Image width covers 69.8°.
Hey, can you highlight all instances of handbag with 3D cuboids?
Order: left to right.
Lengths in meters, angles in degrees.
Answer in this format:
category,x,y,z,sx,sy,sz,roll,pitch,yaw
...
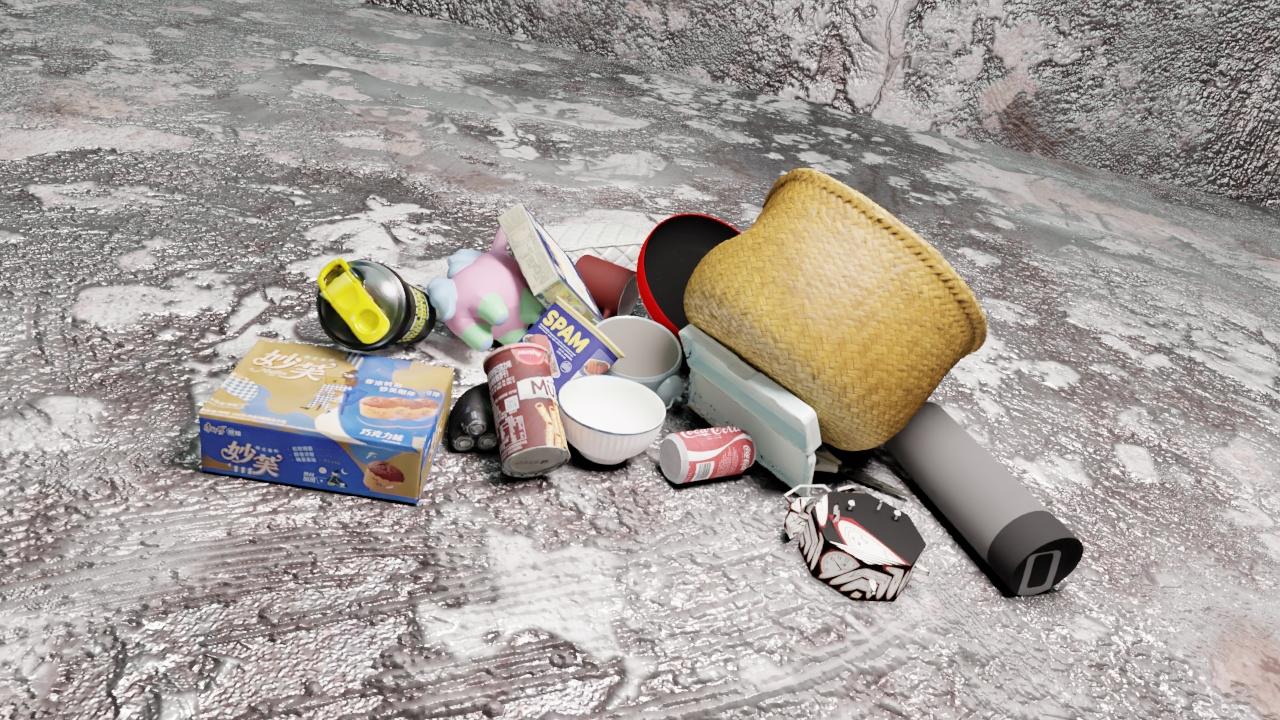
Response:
category,x,y,z,sx,sy,sz,roll,pitch,yaw
handbag,-0.086,-0.165,1.396,0.194,0.072,0.139,-9,26,-34

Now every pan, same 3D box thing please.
category,x,y,z,sx,sy,sz,roll,pitch,yaw
pan,0.155,-0.074,1.248,0.356,0.067,0.208,21,57,-18

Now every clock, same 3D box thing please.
category,x,y,z,sx,sy,sz,roll,pitch,yaw
clock,-0.007,0.007,1.120,0.122,0.045,0.159,-4,43,-18
clock,0.209,0.164,0.915,0.114,0.065,0.154,-8,35,-33

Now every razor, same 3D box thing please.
category,x,y,z,sx,sy,sz,roll,pitch,yaw
razor,-0.159,0.053,1.001,0.067,0.054,0.151,45,25,3

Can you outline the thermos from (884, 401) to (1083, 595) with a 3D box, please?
category,x,y,z,sx,sy,sz,roll,pitch,yaw
thermos,0.364,0.144,0.997,0.082,0.082,0.240,1,30,-21

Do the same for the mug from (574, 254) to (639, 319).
category,x,y,z,sx,sy,sz,roll,pitch,yaw
mug,-0.058,-0.091,1.282,0.082,0.073,0.105,22,58,17

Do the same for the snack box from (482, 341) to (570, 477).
category,x,y,z,sx,sy,sz,roll,pitch,yaw
snack box,-0.117,0.051,0.937,0.072,0.072,0.121,-1,59,-24

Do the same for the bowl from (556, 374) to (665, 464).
category,x,y,z,sx,sy,sz,roll,pitch,yaw
bowl,-0.036,0.071,0.991,0.118,0.062,0.118,9,28,-5

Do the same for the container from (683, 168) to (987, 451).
category,x,y,z,sx,sy,sz,roll,pitch,yaw
container,0.204,-0.041,1.042,0.307,0.196,0.307,39,-5,4

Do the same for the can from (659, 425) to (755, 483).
category,x,y,z,sx,sy,sz,roll,pitch,yaw
can,0.073,0.101,0.990,0.096,0.054,0.054,-5,33,-29

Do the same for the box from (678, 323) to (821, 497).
category,x,y,z,sx,sy,sz,roll,pitch,yaw
box,0.118,0.052,1.014,0.040,0.135,0.197,-35,48,-19

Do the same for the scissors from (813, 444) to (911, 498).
category,x,y,z,sx,sy,sz,roll,pitch,yaw
scissors,0.233,0.118,1.063,0.171,0.013,0.121,7,30,-4

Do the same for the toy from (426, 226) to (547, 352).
category,x,y,z,sx,sy,sz,roll,pitch,yaw
toy,-0.200,-0.087,1.157,0.171,0.120,0.221,44,23,22

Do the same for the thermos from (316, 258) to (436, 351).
category,x,y,z,sx,sy,sz,roll,pitch,yaw
thermos,-0.287,-0.057,1.019,0.098,0.098,0.221,13,1,0

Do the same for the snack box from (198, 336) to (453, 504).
category,x,y,z,sx,sy,sz,roll,pitch,yaw
snack box,-0.301,0.055,0.906,0.202,0.069,0.154,10,27,-4

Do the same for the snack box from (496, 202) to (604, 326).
category,x,y,z,sx,sy,sz,roll,pitch,yaw
snack box,-0.112,-0.109,1.178,0.043,0.145,0.144,-33,56,6

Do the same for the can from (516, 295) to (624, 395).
category,x,y,z,sx,sy,sz,roll,pitch,yaw
can,-0.089,-0.007,1.070,0.116,0.092,0.056,40,-4,41
